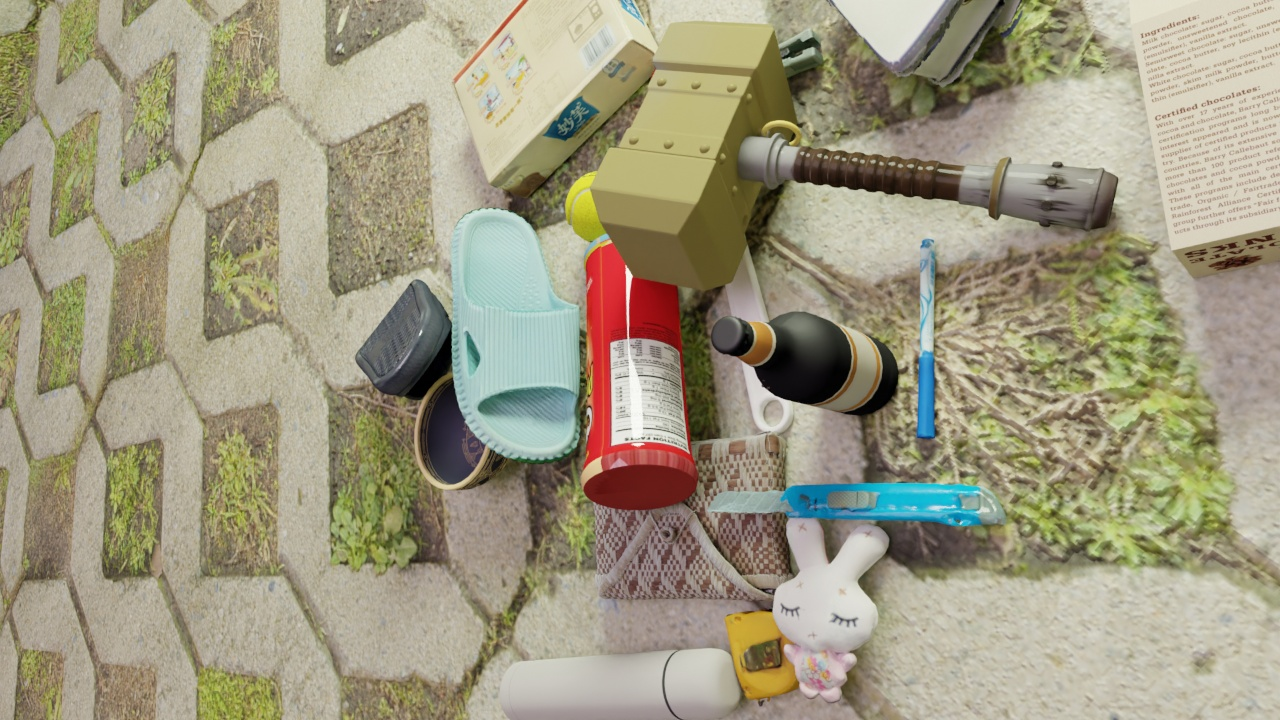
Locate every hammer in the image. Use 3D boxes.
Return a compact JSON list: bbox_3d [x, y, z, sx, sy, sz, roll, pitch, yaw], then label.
[{"bbox_3d":[0.150,-0.131,0.638,0.325,0.101,0.190,14,69,26],"label":"hammer"}]

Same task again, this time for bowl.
[{"bbox_3d":[-0.160,0.070,0.890,0.113,0.061,0.112,-9,76,38],"label":"bowl"}]

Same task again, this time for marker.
[{"bbox_3d":[0.200,-0.016,0.642,0.013,0.013,0.141,-4,79,39],"label":"marker"}]

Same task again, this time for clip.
[{"bbox_3d":[0.112,-0.243,0.752,0.076,0.023,0.043,-16,70,35],"label":"clip"}]

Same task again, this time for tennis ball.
[{"bbox_3d":[-0.034,-0.137,0.823,0.066,0.065,0.065,-9,76,38],"label":"tennis ball"}]

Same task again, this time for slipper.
[{"bbox_3d":[-0.221,-0.013,0.928,0.110,0.083,0.268,-55,22,-2],"label":"slipper"},{"bbox_3d":[-0.118,-0.037,0.846,0.070,0.116,0.275,117,145,-59],"label":"slipper"}]

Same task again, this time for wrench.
[{"bbox_3d":[0.081,-0.071,0.749,0.066,0.018,0.273,-24,68,34],"label":"wrench"}]

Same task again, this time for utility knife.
[{"bbox_3d":[0.143,0.100,0.639,0.207,0.015,0.031,-5,54,27],"label":"utility knife"}]

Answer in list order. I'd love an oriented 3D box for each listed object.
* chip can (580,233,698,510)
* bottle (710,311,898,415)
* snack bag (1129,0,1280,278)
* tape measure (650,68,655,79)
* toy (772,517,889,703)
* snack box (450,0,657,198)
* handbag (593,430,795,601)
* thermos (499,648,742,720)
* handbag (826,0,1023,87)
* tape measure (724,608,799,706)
[{"bbox_3d":[-0.004,0.004,0.729,0.087,0.087,0.213,-26,52,33],"label":"chip can"},{"bbox_3d":[0.106,-0.002,0.605,0.059,0.181,0.059,-9,76,38],"label":"bottle"},{"bbox_3d":[0.340,-0.163,0.515,0.095,0.069,0.206,-12,74,37],"label":"snack bag"},{"bbox_3d":[0.026,-0.235,0.823,0.059,0.019,0.051,44,112,44],"label":"tape measure"},{"bbox_3d":[0.128,0.170,0.634,0.076,0.037,0.125,5,74,29],"label":"toy"},{"bbox_3d":[-0.088,-0.284,0.903,0.208,0.055,0.153,-38,60,29],"label":"snack box"},{"bbox_3d":[0.034,0.127,0.730,0.186,0.047,0.124,-11,75,37],"label":"handbag"},{"bbox_3d":[-0.020,0.265,0.743,0.225,0.052,0.052,-18,70,36],"label":"thermos"},{"bbox_3d":[0.215,-0.300,0.631,0.176,0.073,0.151,-56,48,40],"label":"handbag"},{"bbox_3d":[0.096,0.215,0.672,0.059,0.030,0.068,-26,66,36],"label":"tape measure"}]
